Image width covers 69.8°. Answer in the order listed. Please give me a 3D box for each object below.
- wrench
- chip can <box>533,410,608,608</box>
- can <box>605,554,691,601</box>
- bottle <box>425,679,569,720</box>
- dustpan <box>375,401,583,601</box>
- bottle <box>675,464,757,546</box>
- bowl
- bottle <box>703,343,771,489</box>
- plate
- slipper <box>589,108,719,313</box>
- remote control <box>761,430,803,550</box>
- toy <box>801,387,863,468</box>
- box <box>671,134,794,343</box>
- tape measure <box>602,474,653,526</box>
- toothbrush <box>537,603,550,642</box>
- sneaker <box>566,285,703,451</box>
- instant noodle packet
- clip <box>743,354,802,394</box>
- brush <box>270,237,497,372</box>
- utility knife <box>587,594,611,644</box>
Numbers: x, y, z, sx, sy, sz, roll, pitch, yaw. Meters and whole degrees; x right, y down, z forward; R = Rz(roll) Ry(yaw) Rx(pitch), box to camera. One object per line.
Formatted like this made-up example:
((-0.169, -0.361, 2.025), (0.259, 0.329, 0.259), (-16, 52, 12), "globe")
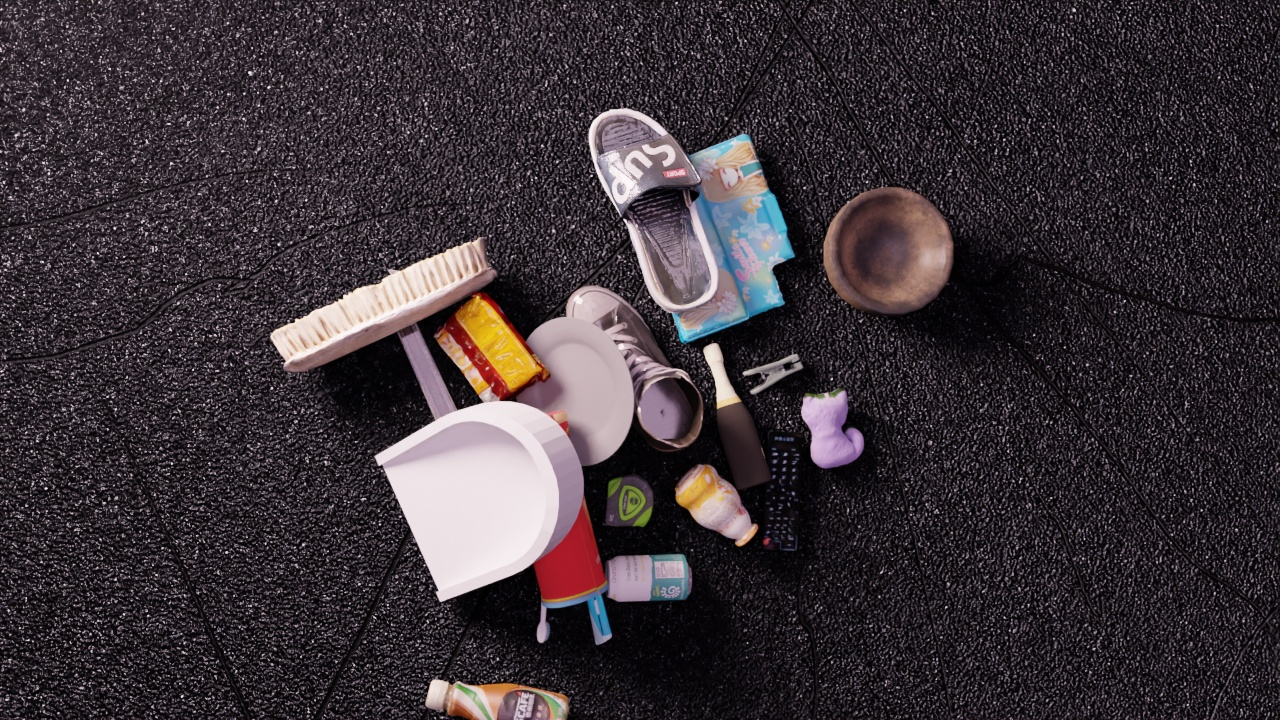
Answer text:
((-0.260, 0.018, 1.123), (0.070, 0.010, 0.273), (-24, 90, -8), "wrench")
((-0.102, 0.171, 1.070), (0.087, 0.087, 0.213), (-15, 91, -8), "chip can")
((0.009, 0.266, 1.122), (0.101, 0.055, 0.055), (0, 87, -7), "can")
((-0.170, 0.412, 1.091), (0.167, 0.059, 0.059), (14, 85, -6), "bottle")
((-0.185, 0.152, 1.028), (0.258, 0.053, 0.191), (-27, 86, 27), "dustpan")
((0.095, 0.180, 1.132), (0.109, 0.063, 0.063), (44, 83, -1), "bottle")
((0.308, -0.134, 1.171), (0.162, 0.070, 0.162), (0, 87, -7), "bowl")
((0.115, 0.067, 1.151), (0.045, 0.045, 0.184), (-16, 82, -8), "bottle")
((-0.078, 0.037, 1.091), (0.179, 0.012, 0.178), (6, 101, 34), "plate")
((0.022, -0.187, 1.110), (0.111, 0.063, 0.264), (-19, 91, -6), "slipper")
((0.179, 0.165, 1.166), (0.047, 0.022, 0.150), (4, 89, -7), "remote control")
((0.246, 0.086, 1.171), (0.080, 0.036, 0.099), (-10, 93, -17), "toy")
((0.096, -0.157, 1.165), (0.181, 0.039, 0.227), (-21, 89, -6), "box")
((-0.013, 0.173, 1.135), (0.059, 0.036, 0.065), (8, 90, 2), "tape measure")
((-0.115, 0.232, 1.124), (0.027, 0.026, 0.222), (1, 88, 27), "toothbrush")
((-0.007, 0.006, 1.101), (0.095, 0.120, 0.234), (-29, 88, -8), "sneaker")
((-0.179, -0.009, 1.102), (0.099, 0.039, 0.135), (-37, 93, 33), "instant noodle packet")
((0.170, 0.016, 1.171), (0.075, 0.023, 0.037), (-23, 89, -10), "clip")
((-0.296, -0.063, 1.075), (0.271, 0.083, 0.056), (-26, 91, -7), "brush")
((-0.062, 0.279, 1.134), (0.022, 0.015, 0.141), (-15, 87, -7), "utility knife")
